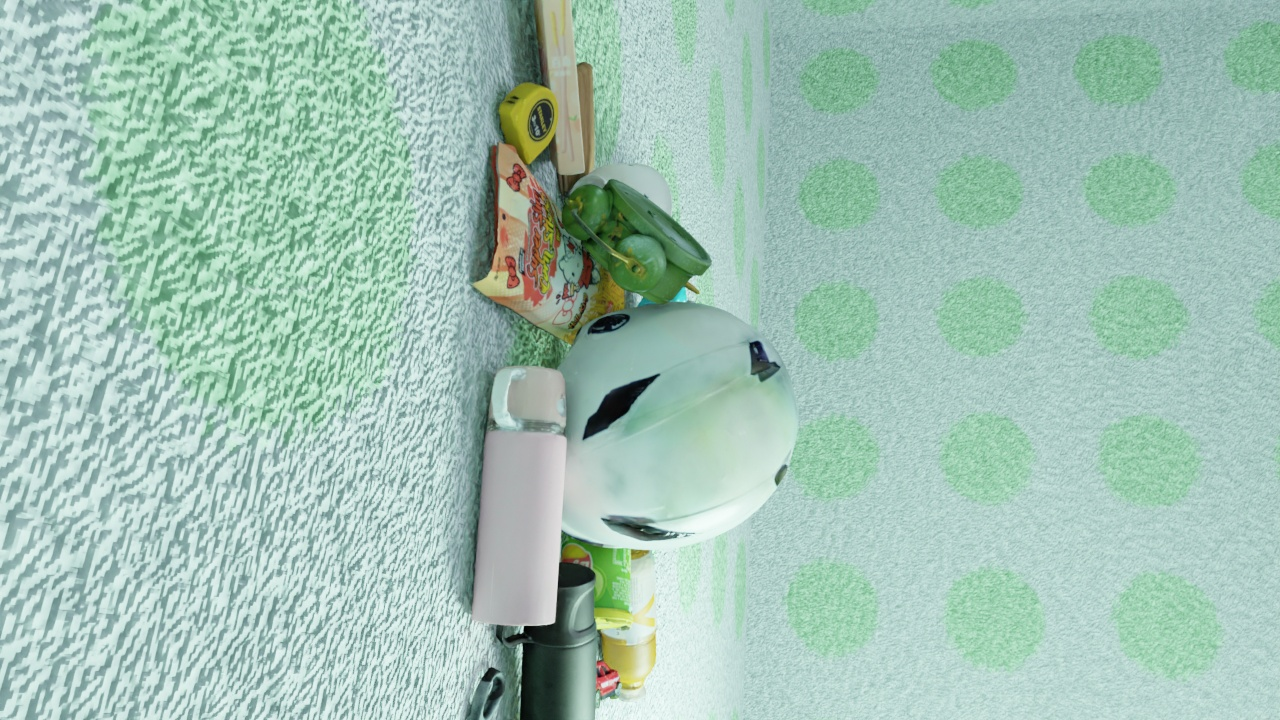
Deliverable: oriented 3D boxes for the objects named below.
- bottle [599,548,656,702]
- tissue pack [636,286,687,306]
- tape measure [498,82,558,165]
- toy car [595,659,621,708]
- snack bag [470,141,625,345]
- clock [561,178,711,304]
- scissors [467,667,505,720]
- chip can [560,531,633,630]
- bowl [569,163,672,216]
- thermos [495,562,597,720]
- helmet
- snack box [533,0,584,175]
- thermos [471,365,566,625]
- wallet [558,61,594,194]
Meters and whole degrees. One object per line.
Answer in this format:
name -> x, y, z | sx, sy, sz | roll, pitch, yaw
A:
bottle -> -0.015, 0.308, 1.078 | 0.068, 0.068, 0.189 | -45, 134, -72
tissue pack -> 0.017, -0.032, 1.188 | 0.133, 0.050, 0.093 | -56, 150, -33
tape measure -> -0.095, -0.203, 0.768 | 0.057, 0.029, 0.060 | -53, 153, -27
toy car -> -0.055, 0.327, 0.935 | 0.120, 0.053, 0.045 | 47, 43, -70
snack bag -> -0.082, -0.086, 0.806 | 0.208, 0.073, 0.128 | 42, 50, -63
clock -> -0.006, -0.103, 0.794 | 0.056, 0.116, 0.161 | -50, 158, 16
scissors -> -0.134, 0.301, 0.686 | 0.165, 0.014, 0.162 | 63, 31, -59
chip can -> -0.043, 0.147, 0.894 | 0.072, 0.073, 0.221 | 63, 25, -64
bowl -> -0.034, -0.153, 0.920 | 0.064, 0.118, 0.118 | 20, 69, -52
thermos -> -0.083, 0.301, 0.792 | 0.068, 0.089, 0.242 | 15, -74, 61
helmet -> 0.041, 0.064, 0.808 | 0.258, 0.146, 0.229 | -22, 105, -34
snack box -> -0.073, -0.251, 0.820 | 0.084, 0.026, 0.157 | -118, -158, -67
thermos -> -0.096, 0.103, 0.716 | 0.087, 0.067, 0.198 | 26, 66, -72
wallet -> -0.067, -0.237, 0.932 | 0.101, 0.020, 0.115 | -63, 153, -60
